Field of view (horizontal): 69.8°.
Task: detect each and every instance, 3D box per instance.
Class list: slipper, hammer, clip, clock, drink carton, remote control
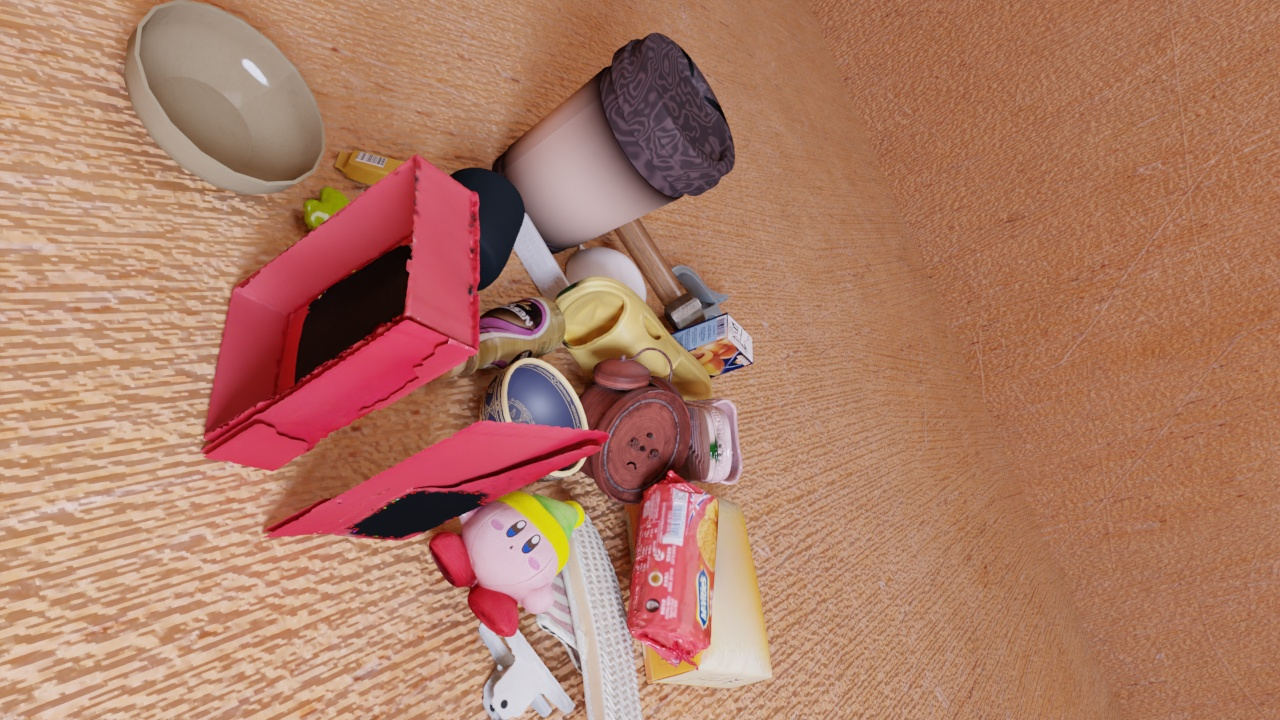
[{"bbox_3d":[0.076,0.086,0.977,0.239,0.064,0.094,145,-58,-81],"label":"slipper"},{"bbox_3d":[-0.014,-0.163,1.140,0.301,0.037,0.158,57,0,2],"label":"hammer"},{"bbox_3d":[-0.096,0.255,0.730,0.102,0.056,0.056,56,6,-13],"label":"clip"},{"bbox_3d":[-0.009,0.062,0.914,0.120,0.072,0.157,33,82,-44],"label":"clock"},{"bbox_3d":[0.080,-0.099,1.294,0.163,0.028,0.112,27,48,-49],"label":"clip"},{"bbox_3d":[-0.006,0.006,1.006,0.263,0.100,0.078,38,40,-45],"label":"slipper"},{"bbox_3d":[0.064,-0.006,1.093,0.064,0.130,0.040,40,42,-39],"label":"drink carton"},{"bbox_3d":[-0.047,0.242,0.785,0.115,0.052,0.262,57,13,-46],"label":"slipper"},{"bbox_3d":[-0.103,-0.097,0.989,0.131,0.033,0.012,59,25,-10],"label":"remote control"}]

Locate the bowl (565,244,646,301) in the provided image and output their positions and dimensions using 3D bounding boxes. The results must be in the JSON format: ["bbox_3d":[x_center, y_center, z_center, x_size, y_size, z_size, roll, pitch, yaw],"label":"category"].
[{"bbox_3d":[-0.032,-0.086,1.079,0.114,0.051,0.114,38,39,-39],"label":"bowl"}]

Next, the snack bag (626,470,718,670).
[{"bbox_3d":[0.029,0.191,0.851,0.082,0.082,0.176,39,46,-37],"label":"snack bag"}]

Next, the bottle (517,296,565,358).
[{"bbox_3d":[-0.135,-0.018,0.852,0.165,0.060,0.059,-27,92,-59],"label":"bottle"}]

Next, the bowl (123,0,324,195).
[{"bbox_3d":[-0.318,-0.189,0.693,0.152,0.051,0.152,38,39,-39],"label":"bowl"}]

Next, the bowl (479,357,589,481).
[{"bbox_3d":[-0.106,0.061,0.834,0.112,0.061,0.112,38,39,-39],"label":"bowl"}]

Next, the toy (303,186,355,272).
[{"bbox_3d":[-0.243,-0.097,0.762,0.093,0.036,0.094,46,27,-21],"label":"toy"}]

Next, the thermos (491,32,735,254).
[{"bbox_3d":[-0.036,-0.221,0.994,0.172,0.227,0.172,38,39,-39],"label":"thermos"}]

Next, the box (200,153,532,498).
[{"bbox_3d":[-0.259,-0.038,0.517,0.351,0.218,0.197,27,45,-46],"label":"box"}]

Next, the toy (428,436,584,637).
[{"bbox_3d":[-0.100,0.140,0.739,0.131,0.097,0.124,-40,78,-25],"label":"toy"}]

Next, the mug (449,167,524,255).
[{"bbox_3d":[-0.176,-0.127,0.857,0.121,0.085,0.094,23,42,-11],"label":"mug"}]

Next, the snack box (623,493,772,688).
[{"bbox_3d":[0.065,0.233,0.959,0.145,0.081,0.195,26,47,-47],"label":"snack box"}]

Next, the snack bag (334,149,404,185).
[{"bbox_3d":[-0.222,-0.167,0.823,0.099,0.020,0.026,13,45,-8],"label":"snack bag"}]
